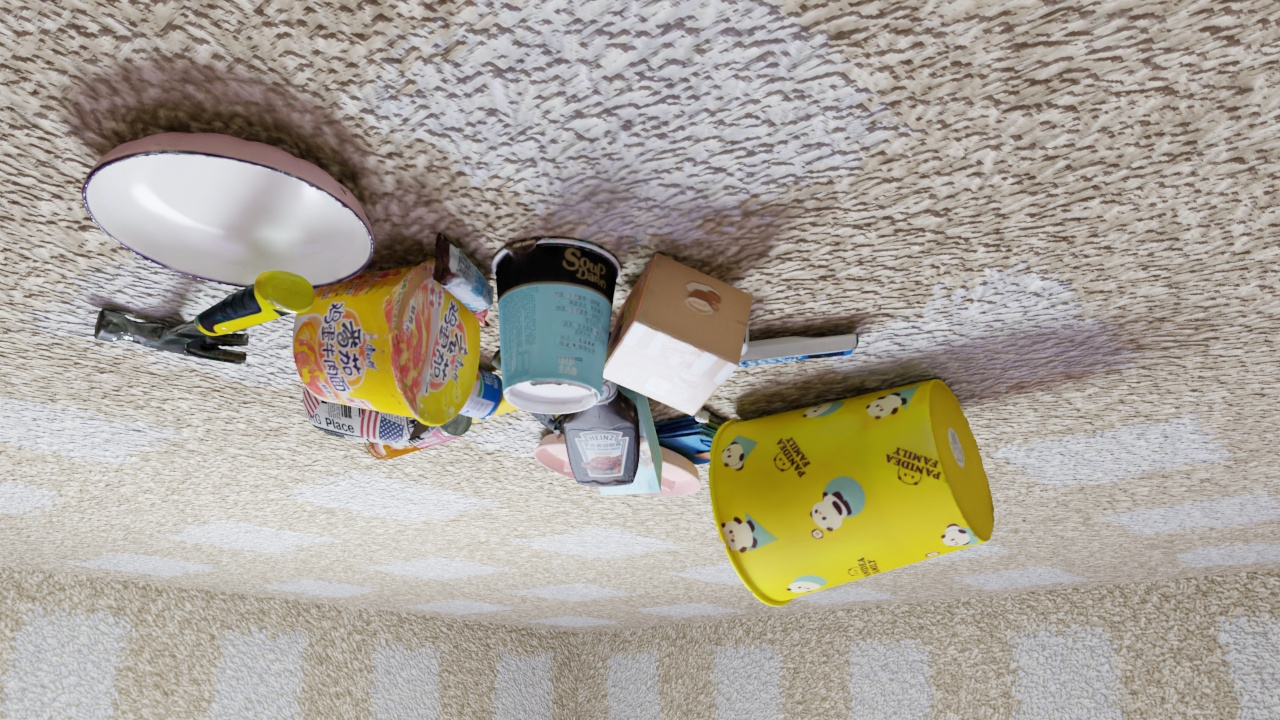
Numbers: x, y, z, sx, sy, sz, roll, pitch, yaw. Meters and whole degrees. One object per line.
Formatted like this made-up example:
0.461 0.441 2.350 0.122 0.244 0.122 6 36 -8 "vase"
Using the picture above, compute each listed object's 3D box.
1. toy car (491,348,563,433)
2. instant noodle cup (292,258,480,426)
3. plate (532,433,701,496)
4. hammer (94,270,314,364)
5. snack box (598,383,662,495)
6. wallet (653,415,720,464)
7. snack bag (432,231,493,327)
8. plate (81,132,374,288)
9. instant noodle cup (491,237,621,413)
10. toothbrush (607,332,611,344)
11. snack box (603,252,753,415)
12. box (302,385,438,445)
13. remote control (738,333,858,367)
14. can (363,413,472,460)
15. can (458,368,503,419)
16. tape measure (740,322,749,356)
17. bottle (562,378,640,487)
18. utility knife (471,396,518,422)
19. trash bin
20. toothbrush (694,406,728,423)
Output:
-0.110 0.027 0.963 0.071 0.041 0.156 34 160 17 "toy car"
-0.215 -0.017 0.775 0.110 0.137 0.138 2 159 18 "instant noodle cup"
-0.030 0.138 1.230 0.229 0.028 0.230 11 160 4 "plate"
-0.358 -0.035 0.784 0.126 0.032 0.324 16 164 -41 "hammer"
-0.024 0.087 1.051 0.074 0.051 0.175 -4 137 9 "snack box"
0.074 0.108 1.191 0.107 0.040 0.133 -11 156 36 "wallet"
-0.145 -0.064 0.758 0.026 0.045 0.105 -4 158 14 "snack bag"
-0.288 -0.109 0.659 0.192 0.039 0.193 0 158 0 "plate"
-0.073 -0.023 0.759 0.111 0.120 0.111 1 158 0 "instant noodle cup"
-0.005 0.005 0.913 0.026 0.027 0.212 8 169 16 "toothbrush"
0.030 -0.021 0.777 0.092 0.076 0.095 24 144 -9 "snack box"
-0.302 0.050 1.006 0.163 0.076 0.088 7 139 28 "box"
0.150 -0.011 0.903 0.125 0.024 0.049 -6 174 9 "remote control"
-0.267 0.078 1.091 0.148 0.057 0.058 -18 152 38 "can"
-0.212 0.021 0.957 0.053 0.053 0.134 -19 151 40 "can"
0.069 -0.025 0.868 0.066 0.033 0.066 11 157 -19 "tape measure"
-0.042 0.056 0.949 0.080 0.044 0.195 -1 134 2 "bottle"
-0.191 0.059 1.096 0.210 0.015 0.033 -17 153 30 "utility knife"
0.244 0.144 1.052 0.256 0.229 0.229 -21 150 30 "trash bin"
0.122 0.087 1.166 0.016 0.018 0.181 -20 152 34 "toothbrush"
